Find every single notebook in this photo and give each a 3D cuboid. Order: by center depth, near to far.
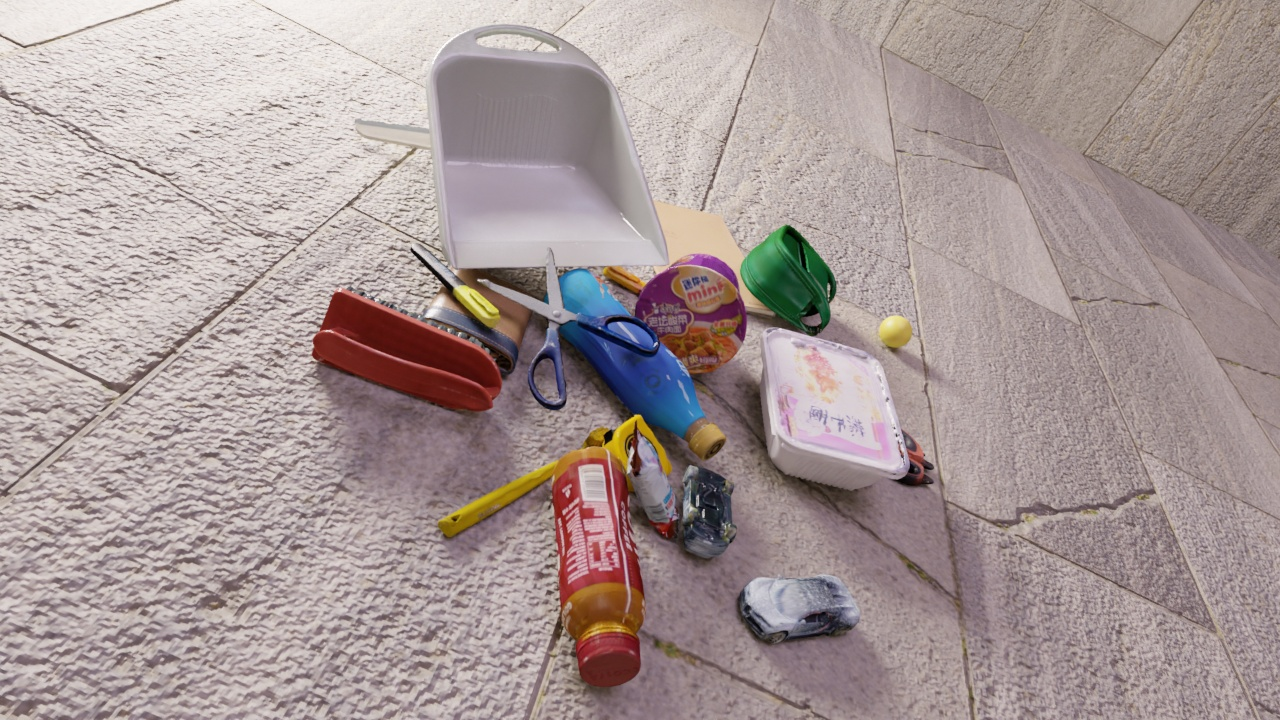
[{"bbox_3d":[0.066,-0.132,1.121,0.149,0.012,0.211,10,37,-26],"label":"notebook"}]

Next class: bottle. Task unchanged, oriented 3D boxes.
[{"bbox_3d":[-0.030,0.139,0.640,0.057,0.058,0.174,15,36,-20],"label":"bottle"},{"bbox_3d":[-0.005,0.005,0.834,0.065,0.065,0.218,-14,52,-46],"label":"bottle"}]

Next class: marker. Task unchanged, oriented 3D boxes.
[{"bbox_3d":[-0.163,-0.069,0.803,0.124,0.015,0.018,41,31,27],"label":"marker"},{"bbox_3d":[0.016,-0.072,0.997,0.124,0.015,0.018,29,38,-2],"label":"marker"}]

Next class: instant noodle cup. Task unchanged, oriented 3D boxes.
[{"bbox_3d":[0.177,0.053,0.895,0.138,0.060,0.173,15,40,-11],"label":"instant noodle cup"},{"bbox_3d":[0.055,-0.056,0.931,0.111,0.112,0.099,27,24,-3],"label":"instant noodle cup"}]

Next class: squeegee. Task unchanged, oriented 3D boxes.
[{"bbox_3d":[-0.174,-0.163,0.957,0.246,0.039,0.246,3,40,-17],"label":"squeegee"}]

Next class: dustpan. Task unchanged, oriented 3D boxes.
[{"bbox_3d":[-0.102,-0.218,0.902,0.222,0.143,0.257,-4,38,-25],"label":"dustpan"}]

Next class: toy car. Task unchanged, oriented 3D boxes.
[{"bbox_3d":[0.125,0.189,0.712,0.105,0.031,0.049,4,40,-31],"label":"toy car"},{"bbox_3d":[0.053,0.122,0.747,0.043,0.034,0.090,19,32,-9],"label":"toy car"}]

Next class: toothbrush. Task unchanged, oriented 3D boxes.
[{"bbox_3d":[-0.082,0.089,0.707,0.016,0.017,0.189,40,35,19],"label":"toothbrush"}]

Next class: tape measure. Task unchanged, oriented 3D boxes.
[{"bbox_3d":[-0.007,0.081,0.759,0.060,0.029,0.057,55,38,4],"label":"tape measure"}]

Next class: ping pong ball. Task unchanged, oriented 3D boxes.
[{"bbox_3d":[0.320,-0.036,1.151,0.040,0.040,0.040,19,34,-14],"label":"ping pong ball"}]

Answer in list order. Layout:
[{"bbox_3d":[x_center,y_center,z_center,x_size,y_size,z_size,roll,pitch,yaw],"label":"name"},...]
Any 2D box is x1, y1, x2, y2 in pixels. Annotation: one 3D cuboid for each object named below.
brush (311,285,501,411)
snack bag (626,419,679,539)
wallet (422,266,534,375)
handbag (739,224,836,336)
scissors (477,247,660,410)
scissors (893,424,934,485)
[{"bbox_3d":[-0.178,0.000,0.715,0.145,0.063,0.069,22,22,-13],"label":"brush"},{"bbox_3d":[0.008,0.095,0.711,0.026,0.105,0.045,-8,44,16],"label":"snack bag"},{"bbox_3d":[-0.144,-0.040,0.823,0.090,0.033,0.115,25,32,-11],"label":"wallet"},{"bbox_3d":[0.183,-0.095,1.099,0.120,0.068,0.131,47,23,-5],"label":"handbag"},{"bbox_3d":[-0.066,-0.029,0.797,0.176,0.012,0.162,16,57,0],"label":"scissors"},{"bbox_3d":[0.221,0.050,0.986,0.176,0.015,0.210,7,39,-27],"label":"scissors"}]
